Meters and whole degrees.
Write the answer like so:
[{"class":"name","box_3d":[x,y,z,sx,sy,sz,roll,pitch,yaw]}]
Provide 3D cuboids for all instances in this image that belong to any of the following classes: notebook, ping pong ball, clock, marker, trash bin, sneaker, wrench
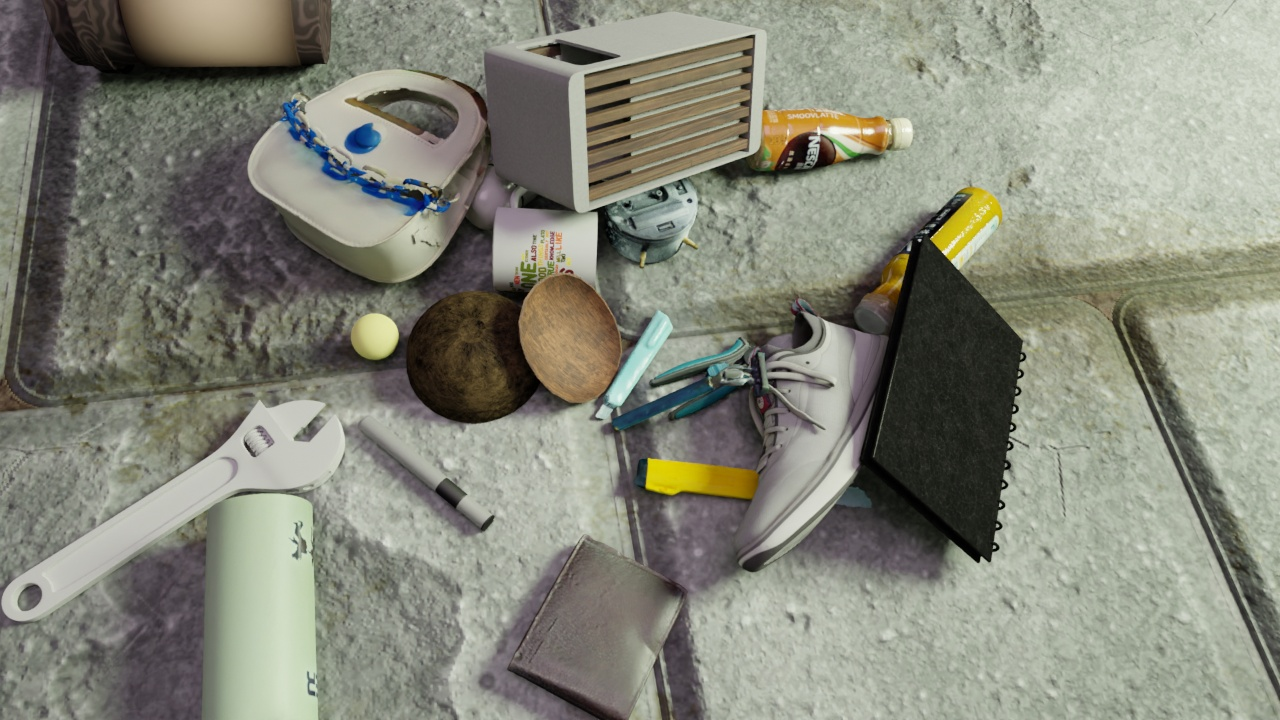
[{"class":"notebook","box_3d":[0.263,0.030,0.771,0.169,0.019,0.230,39,55,-25]},{"class":"ping pong ball","box_3d":[-0.230,-0.021,0.794,0.040,0.040,0.040,2,64,-5]},{"class":"clock","box_3d":[0.002,-0.151,0.874,0.090,0.052,0.129,-20,68,-14]},{"class":"marker","box_3d":[-0.178,0.091,0.758,0.140,0.016,0.016,36,66,12]},{"class":"trash bin","box_3d":[-0.009,-0.231,0.825,0.228,0.115,0.114,-26,40,-34]},{"class":"sneaker","box_3d":[0.128,0.052,0.756,0.129,0.097,0.262,32,57,12]},{"class":"wrench","box_3d":[-0.361,0.121,0.726,0.272,0.018,0.086,-37,74,-19]}]

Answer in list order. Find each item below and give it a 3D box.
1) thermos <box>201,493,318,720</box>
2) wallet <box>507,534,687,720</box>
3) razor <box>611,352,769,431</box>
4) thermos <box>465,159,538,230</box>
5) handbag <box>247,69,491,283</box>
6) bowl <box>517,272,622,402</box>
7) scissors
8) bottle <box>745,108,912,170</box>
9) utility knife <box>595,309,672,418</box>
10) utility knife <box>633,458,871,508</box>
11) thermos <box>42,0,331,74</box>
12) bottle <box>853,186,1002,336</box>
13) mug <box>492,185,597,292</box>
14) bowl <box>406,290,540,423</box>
[{"class":"thermos","box_3d":[-0.268,0.215,0.651,0.082,0.082,0.231,-7,64,-9]},{"class":"wallet","box_3d":[-0.030,0.208,0.709,0.099,0.031,0.119,27,62,5]},{"class":"razor","box_3d":[0.038,0.030,0.767,0.144,0.022,0.042,-21,43,21]},{"class":"thermos","box_3d":[-0.085,-0.208,0.894,0.052,0.052,0.223,39,67,13]},{"class":"handbag","box_3d":[-0.232,-0.186,0.820,0.201,0.093,0.199,28,75,18]},{"class":"bowl","box_3d":[-0.066,-0.018,0.795,0.101,0.026,0.114,-51,119,-33]},{"class":"scissors","box_3d":[0.076,0.007,0.823,0.148,0.019,0.131,19,64,5]},{"class":"bottle","box_3d":[0.190,-0.225,0.925,0.167,0.059,0.059,-5,64,-8]},{"class":"utility knife","box_3d":[-0.005,0.005,0.818,0.022,0.015,0.119,35,65,-5]},{"class":"utility knife","box_3d":[0.097,0.107,0.775,0.206,0.018,0.030,6,68,-3]},{"class":"thermos","box_3d":[-0.421,-0.359,0.879,0.226,0.173,0.172,0,64,-13]},{"class":"bottle","box_3d":[0.272,-0.093,0.872,0.053,0.053,0.185,41,68,14]},{"class":"mug","box_3d":[-0.085,-0.113,0.829,0.089,0.073,0.105,2,79,-5]},{"class":"bowl","box_3d":[-0.143,-0.013,0.790,0.121,0.056,0.121,2,64,-5]}]
